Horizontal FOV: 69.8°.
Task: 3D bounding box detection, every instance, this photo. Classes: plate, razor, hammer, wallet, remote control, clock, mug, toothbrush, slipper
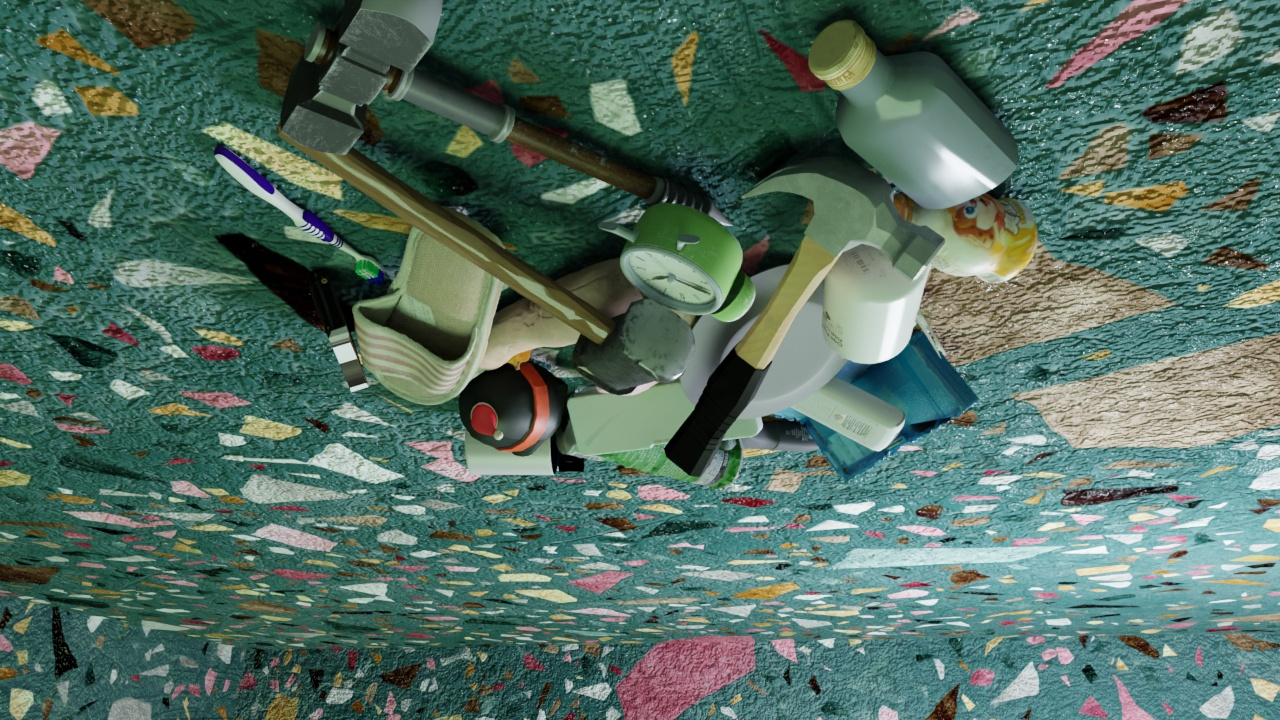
[{"bbox_3d":[0.120,-0.010,0.807,0.178,0.012,0.179,-13,135,-13],"label":"plate"},{"bbox_3d":[0.154,0.087,1.081,0.142,0.047,0.052,6,156,-19],"label":"razor"},{"bbox_3d":[0.094,-0.015,0.718,0.131,0.039,0.329,38,136,11],"label":"hammer"},{"bbox_3d":[-0.274,-0.024,0.834,0.019,0.072,0.123,-18,160,-15],"label":"wallet"},{"bbox_3d":[-0.107,-0.073,0.659,0.328,0.052,0.098,33,157,-19],"label":"hammer"},{"bbox_3d":[-0.093,0.113,1.179,0.034,0.013,0.150,1,154,0],"label":"remote control"},{"bbox_3d":[0.032,-0.067,0.657,0.094,0.042,0.119,16,156,30],"label":"clock"},{"bbox_3d":[-0.147,0.080,1.053,0.097,0.078,0.112,0,127,3],"label":"mug"},{"bbox_3d":[-0.259,-0.108,0.716,0.015,0.016,0.186,-9,153,21],"label":"toothbrush"},{"bbox_3d":[-0.186,-0.031,0.786,0.115,0.052,0.264,30,141,-6],"label":"slipper"},{"bbox_3d":[0.191,0.042,0.910,0.138,0.025,0.060,28,149,10],"label":"remote control"},{"bbox_3d":[-0.059,-0.142,0.610,0.321,0.043,0.156,17,151,-34],"label":"hammer"}]

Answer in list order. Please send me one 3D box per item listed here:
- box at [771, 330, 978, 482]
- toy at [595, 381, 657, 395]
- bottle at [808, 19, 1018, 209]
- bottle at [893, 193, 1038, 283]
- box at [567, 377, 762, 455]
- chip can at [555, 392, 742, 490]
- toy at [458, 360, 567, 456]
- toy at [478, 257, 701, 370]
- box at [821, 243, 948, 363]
[{"bbox_3d":[0.219,0.033,0.956,0.173,0.066,0.232,34,151,-3],"label":"box"},{"bbox_3d":[-0.005,0.005,0.879,0.103,0.093,0.050,-17,107,26],"label":"toy"},{"bbox_3d":[0.163,-0.151,0.564,0.072,0.046,0.161,-22,146,40],"label":"bottle"},{"bbox_3d":[0.228,-0.093,0.663,0.108,0.063,0.063,8,154,-16],"label":"bottle"},{"bbox_3d":[0.031,0.035,0.945,0.199,0.086,0.096,-8,-166,22],"label":"box"},{"bbox_3d":[0.010,0.096,1.070,0.223,0.075,0.076,17,151,-28],"label":"chip can"},{"bbox_3d":[-0.136,0.046,0.929,0.100,0.097,0.119,-31,164,33],"label":"toy"},{"bbox_3d":[-0.057,-0.023,0.830,0.196,0.065,0.265,27,146,-35],"label":"toy"},{"bbox_3d":[0.205,-0.043,0.749,0.118,0.084,0.160,-24,148,-9],"label":"box"}]
